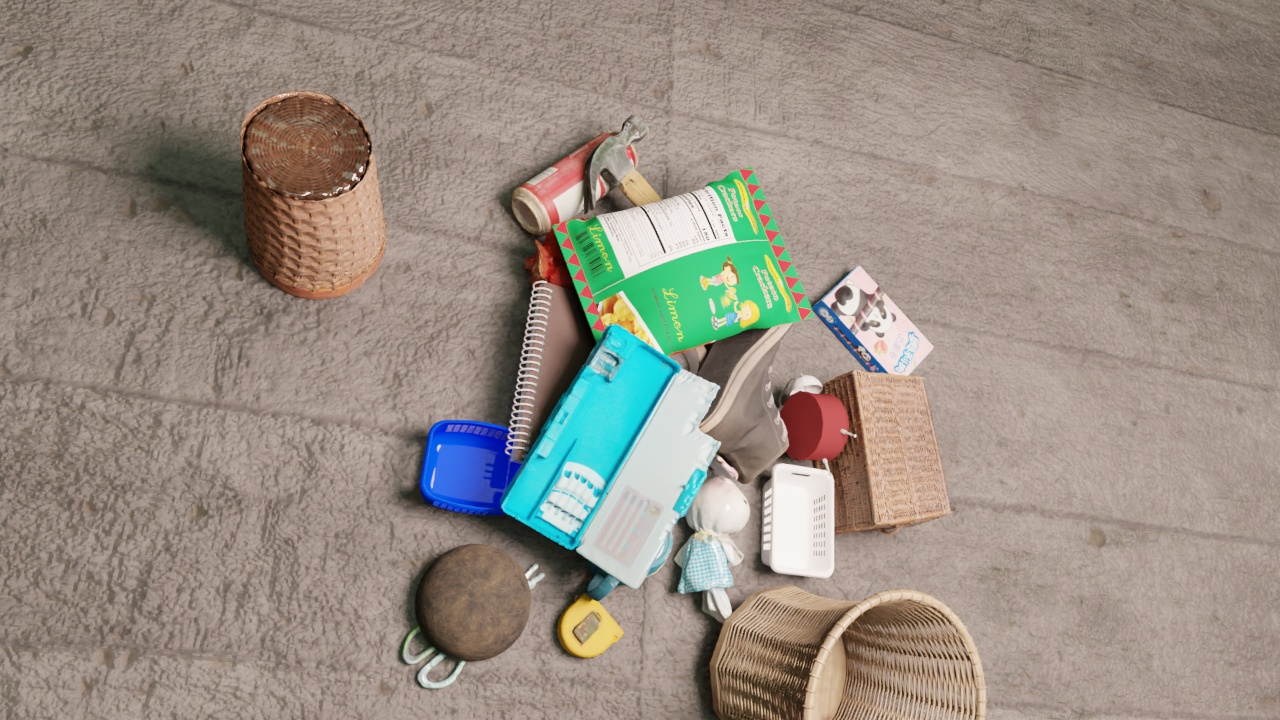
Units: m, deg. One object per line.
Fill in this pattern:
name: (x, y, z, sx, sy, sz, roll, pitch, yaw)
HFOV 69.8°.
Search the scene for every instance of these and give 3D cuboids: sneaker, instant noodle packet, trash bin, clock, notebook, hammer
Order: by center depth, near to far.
trash bin: (-0.339, -0.171, 0.962, 0.151, 0.211, 0.151, 6, 71, -17)
notebook: (-0.059, 0.029, 1.039, 0.171, 0.022, 0.208, 18, 66, -26)
instant noodle packet: (0.051, -0.102, 1.049, 0.252, 0.090, 0.195, -19, 81, -13)
sneaker: (0.144, 0.028, 1.109, 0.120, 0.095, 0.234, 47, 57, -26)
clock: (0.205, 0.073, 1.116, 0.044, 0.087, 0.124, 6, 35, -29)
hammer: (0.057, -0.140, 1.146, 0.330, 0.033, 0.132, 47, 67, -13)

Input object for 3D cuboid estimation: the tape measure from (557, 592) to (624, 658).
tape measure: (-0.060, 0.292, 0.999, 0.058, 0.030, 0.068, -39, 87, -27)

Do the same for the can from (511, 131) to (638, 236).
can: (-0.081, -0.222, 1.145, 0.169, 0.067, 0.067, -40, 88, -26)

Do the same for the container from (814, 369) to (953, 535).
container: (0.290, 0.115, 1.130, 0.112, 0.114, 0.198, 1, 73, -22)

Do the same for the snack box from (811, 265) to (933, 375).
snack box: (0.314, -0.044, 1.236, 0.087, 0.033, 0.154, -41, 88, -26)

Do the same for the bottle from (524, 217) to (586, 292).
bottle: (-0.079, -0.120, 1.095, 0.111, 0.099, 0.098, 1, 72, -19)

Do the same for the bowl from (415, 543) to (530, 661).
bowl: (-0.170, 0.245, 0.951, 0.121, 0.056, 0.121, 7, 62, -13)

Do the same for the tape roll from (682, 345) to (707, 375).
tape roll: (0.036, 0.005, 1.127, 0.093, 0.030, 0.093, 6, 70, -17)

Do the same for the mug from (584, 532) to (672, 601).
mug: (-0.018, 0.212, 0.998, 0.084, 0.104, 0.112, 39, 64, -3)

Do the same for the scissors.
scissors: (-0.173, 0.271, 0.977, 0.175, 0.033, 0.072, -37, 84, -30)

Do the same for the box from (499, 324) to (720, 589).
box: (-0.018, 0.098, 0.959, 0.181, 0.074, 0.227, 30, 83, 10)

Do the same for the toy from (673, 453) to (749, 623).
toy: (0.091, 0.197, 1.052, 0.105, 0.131, 0.205, -5, 86, -41)

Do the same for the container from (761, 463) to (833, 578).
container: (0.185, 0.195, 1.103, 0.080, 0.050, 0.129, 10, 69, -15)

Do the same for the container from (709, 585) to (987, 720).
container: (0.204, 0.341, 0.955, 0.226, 0.197, 0.226, 3, 84, -27)

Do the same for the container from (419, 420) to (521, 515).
container: (-0.181, 0.120, 1.000, 0.114, 0.058, 0.096, 11, 69, -15)
